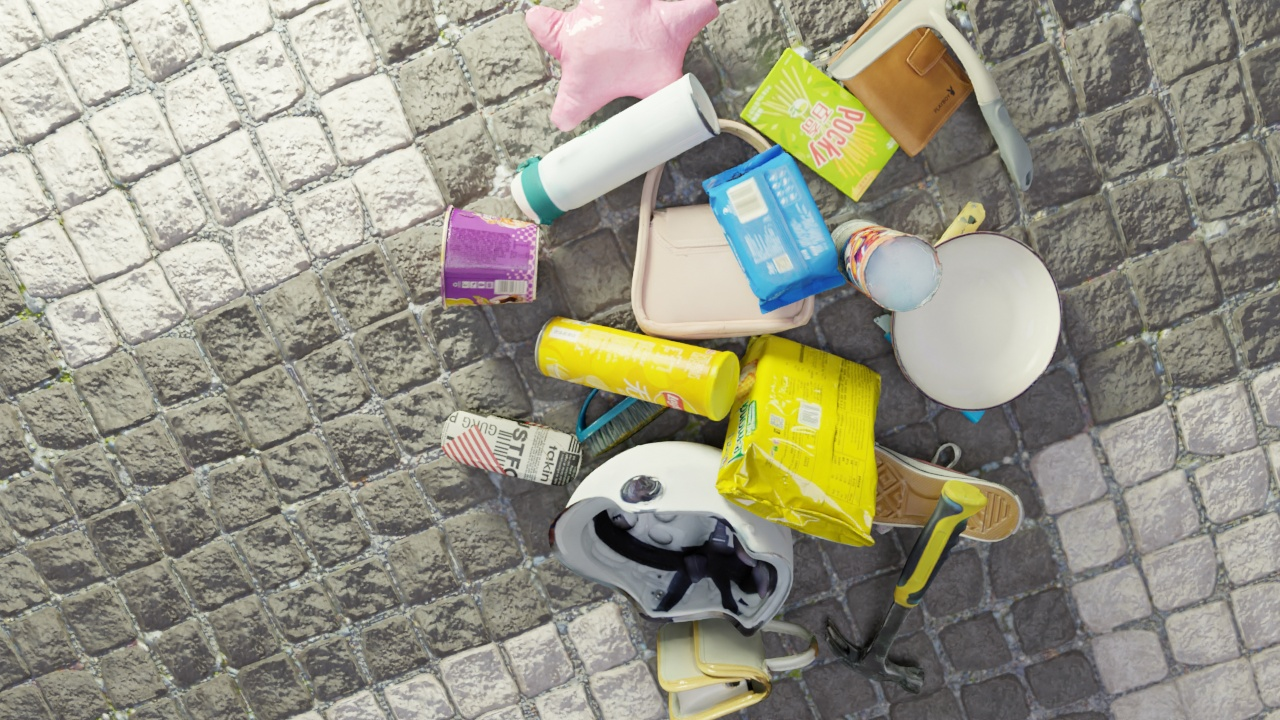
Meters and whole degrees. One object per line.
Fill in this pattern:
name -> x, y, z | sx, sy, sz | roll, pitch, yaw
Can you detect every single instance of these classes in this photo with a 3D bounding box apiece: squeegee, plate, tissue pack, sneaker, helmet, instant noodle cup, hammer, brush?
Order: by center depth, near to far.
tissue pack -> 0.133, -0.129, 0.915 | 0.095, 0.052, 0.157 | -24, 82, 3
squeegee -> 0.344, -0.271, 0.928 | 0.246, 0.039, 0.246 | -43, 109, -12
instant noodle cup -> -0.159, -0.108, 0.983 | 0.099, 0.111, 0.111 | 2, 103, -7
plate -> 0.355, -0.042, 0.988 | 0.192, 0.039, 0.192 | -1, 98, -8
helmet -> 0.044, 0.172, 0.996 | 0.259, 0.145, 0.229 | 6, 137, 19
hammer -> 0.293, 0.251, 1.004 | 0.126, 0.031, 0.324 | 17, 130, 9
sneaker -> 0.298, 0.142, 1.022 | 0.241, 0.087, 0.118 | 13, 91, 22
brush -> -0.015, 0.045, 1.031 | 0.144, 0.055, 0.073 | -36, 88, 10

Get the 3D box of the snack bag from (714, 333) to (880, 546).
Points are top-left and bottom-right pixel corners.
snack bag -> 0.170, 0.071, 0.943 | 0.158, 0.245, 0.068 | 19, 132, -1

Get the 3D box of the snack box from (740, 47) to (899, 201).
snack box -> 0.192, -0.248, 0.969 | 0.156, 0.026, 0.086 | 36, 102, -5

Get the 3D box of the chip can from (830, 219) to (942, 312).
chip can -> 0.234, -0.097, 0.903 | 0.071, 0.214, 0.071 | 1, 102, 2

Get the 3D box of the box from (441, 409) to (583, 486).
box -> -0.147, 0.100, 1.046 | 0.164, 0.064, 0.074 | 10, 118, 0

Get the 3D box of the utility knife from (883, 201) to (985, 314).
utility knife -> 0.322, -0.109, 1.001 | 0.031, 0.018, 0.152 | 33, 98, -10

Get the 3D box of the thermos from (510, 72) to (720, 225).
thermos -> -0.032, -0.215, 0.949 | 0.225, 0.073, 0.073 | -24, 100, 21

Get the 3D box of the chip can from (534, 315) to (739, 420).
chip can -> -0.006, 0.006, 0.970 | 0.214, 0.072, 0.072 | 13, 104, 25

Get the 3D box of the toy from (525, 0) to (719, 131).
toy -> -0.015, -0.332, 0.934 | 0.194, 0.074, 0.179 | -9, 114, 1

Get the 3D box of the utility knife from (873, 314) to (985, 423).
utility knife -> 0.324, 0.005, 1.022 | 0.166, 0.018, 0.034 | 41, 102, -5

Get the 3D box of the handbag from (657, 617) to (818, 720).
handbag -> 0.107, 0.325, 1.031 | 0.179, 0.163, 0.063 | -20, 100, 5

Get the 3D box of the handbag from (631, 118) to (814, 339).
handbag -> 0.084, -0.141, 0.979 | 0.193, 0.093, 0.234 | -4, 94, 4

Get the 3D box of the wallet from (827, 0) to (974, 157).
wallet -> 0.272, -0.296, 0.942 | 0.130, 0.035, 0.119 | 43, 84, -11
